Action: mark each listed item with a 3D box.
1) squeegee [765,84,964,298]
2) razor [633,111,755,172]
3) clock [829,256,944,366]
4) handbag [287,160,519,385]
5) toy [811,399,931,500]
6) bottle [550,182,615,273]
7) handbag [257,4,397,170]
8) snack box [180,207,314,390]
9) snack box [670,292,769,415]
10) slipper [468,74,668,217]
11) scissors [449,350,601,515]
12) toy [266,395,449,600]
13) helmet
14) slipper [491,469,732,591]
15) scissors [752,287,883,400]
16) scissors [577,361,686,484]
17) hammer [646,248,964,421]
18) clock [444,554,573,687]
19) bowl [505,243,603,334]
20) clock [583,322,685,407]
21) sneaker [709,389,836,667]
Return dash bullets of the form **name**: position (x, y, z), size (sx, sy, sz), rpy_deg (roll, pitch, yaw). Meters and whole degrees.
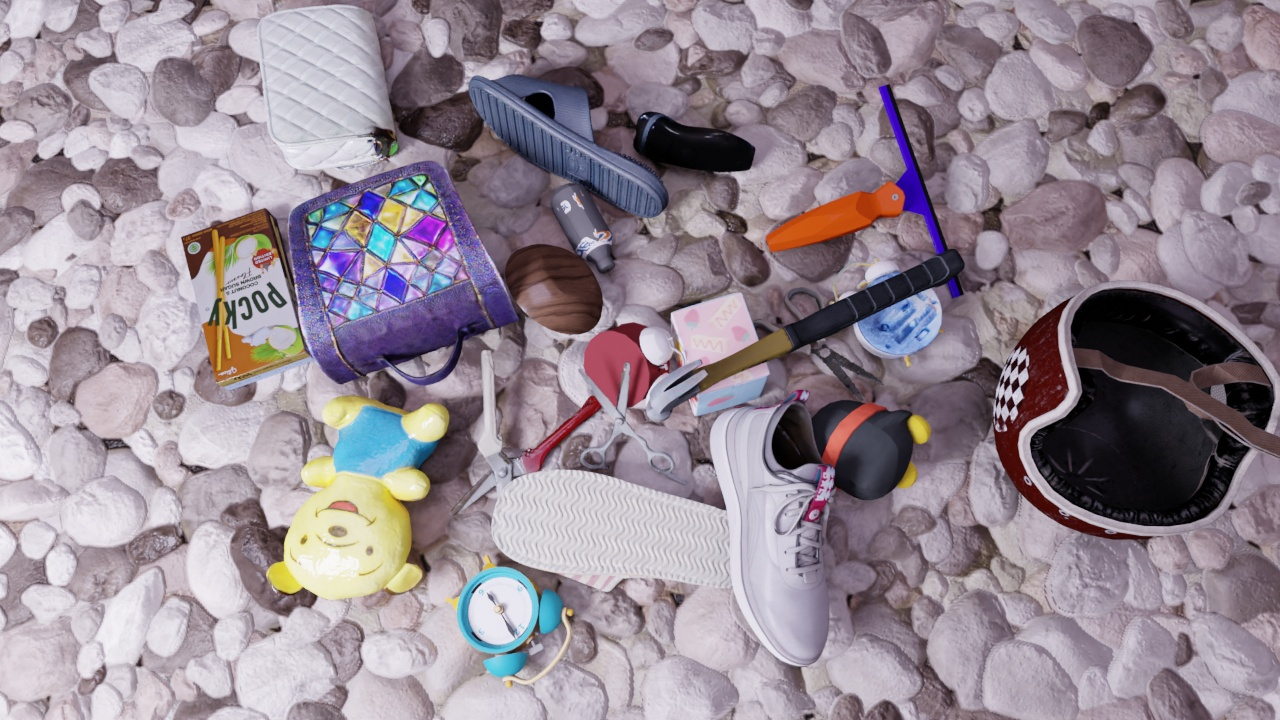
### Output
- **squeegee**: position (0.230, -0.161, 1.021), size (0.185, 0.055, 0.249), rpy_deg (-19, 88, 9)
- **razor**: position (0.063, -0.251, 1.062), size (0.140, 0.053, 0.063), rpy_deg (12, 42, -1)
- **clock**: position (0.263, -0.056, 0.987), size (0.089, 0.052, 0.125), rpy_deg (-43, 79, -4)
- **handbag**: position (-0.252, -0.078, 0.983), size (0.205, 0.125, 0.222), rpy_deg (-20, 72, -4)
- **toy**: position (0.216, 0.085, 0.933), size (0.099, 0.098, 0.119), rpy_deg (-26, 45, -35)
- **bottle**: position (-0.062, -0.148, 1.036), size (0.047, 0.047, 0.112), rpy_deg (-28, 74, -6)
- **handbag**: position (-0.370, -0.322, 1.089), size (0.138, 0.073, 0.194), rpy_deg (-10, 73, -10)
- **snack box**: position (-0.444, -0.071, 1.037), size (0.101, 0.032, 0.186), rpy_deg (-20, 74, -3)
- **snack box**: position (0.080, -0.004, 0.963), size (0.079, 0.093, 0.094), rpy_deg (-17, 74, -4)
- **slipper**: position (-0.071, -0.259, 1.048), size (0.263, 0.101, 0.082), rpy_deg (32, 70, 5)
- **scissors**: position (-0.137, 0.077, 0.974), size (0.199, 0.015, 0.179), rpy_deg (-33, 94, -13)
- **toy**: position (-0.281, 0.143, 0.942), size (0.149, 0.084, 0.213), rpy_deg (8, 75, 12)
- **helmet**: position (0.458, 0.048, 0.845), size (0.233, 0.254, 0.233), rpy_deg (6, 49, -1)
- **slipper**: position (-0.020, 0.180, 0.937), size (0.263, 0.052, 0.115), rpy_deg (10, 78, -5)
- **scissors**: position (0.179, -0.013, 0.978), size (0.154, 0.012, 0.163), rpy_deg (-10, 56, 13)
- **scissors**: position (-0.008, 0.071, 0.946), size (0.165, 0.142, 0.014), rpy_deg (28, 33, -8)
- **hammer**: position (0.160, -0.029, 0.870), size (0.332, 0.118, 0.025), rpy_deg (-24, 78, -10)
- **clock**: position (-0.131, 0.261, 0.923), size (0.129, 0.044, 0.099), rpy_deg (38, 79, 19)
- **bowl**: position (-0.085, -0.085, 0.989), size (0.119, 0.032, 0.119), rpy_deg (23, 44, -24)
- **clock**: position (-0.005, 0.006, 0.953), size (0.125, 0.044, 0.087), rpy_deg (6, 109, 34)
- **sneaker**: position (0.148, 0.156, 0.885), size (0.096, 0.129, 0.262), rpy_deg (0, 69, -27)
